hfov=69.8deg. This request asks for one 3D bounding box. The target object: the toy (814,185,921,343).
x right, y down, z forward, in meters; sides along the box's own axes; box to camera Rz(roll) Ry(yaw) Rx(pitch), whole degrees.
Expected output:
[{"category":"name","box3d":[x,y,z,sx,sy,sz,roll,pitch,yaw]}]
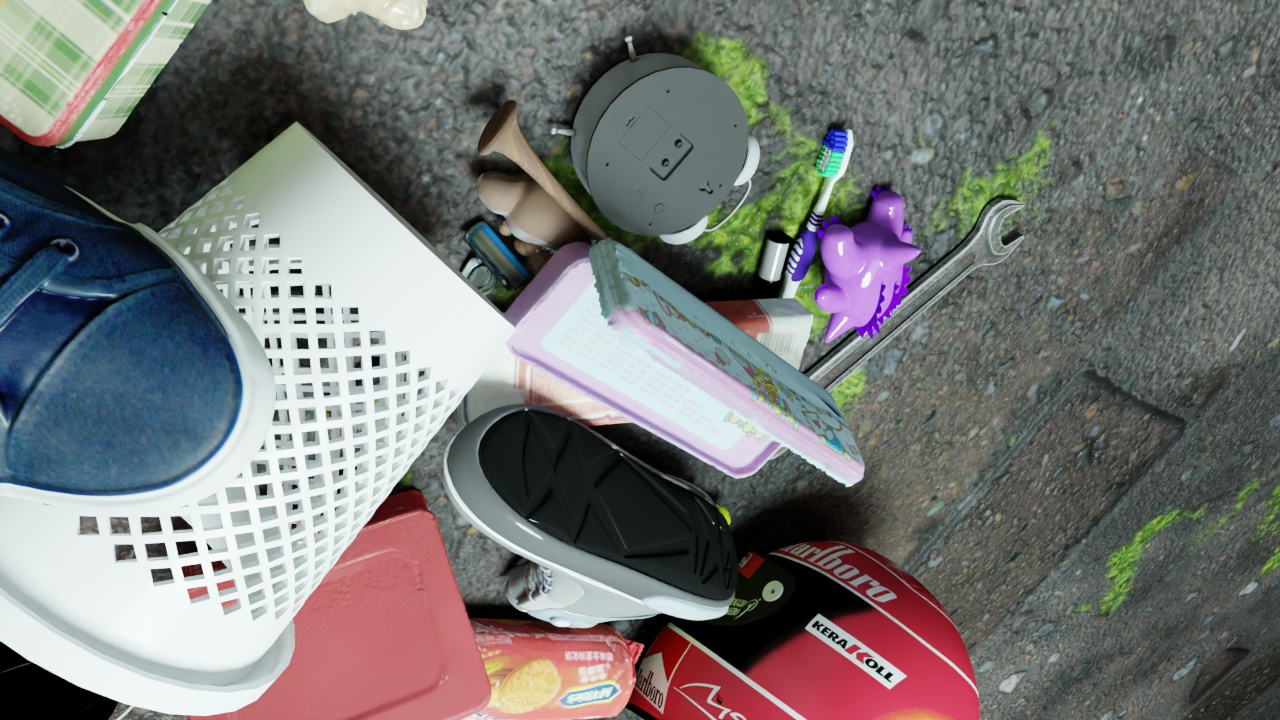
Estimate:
[{"category":"toy","box3d":[0.152,-0.057,0.609,0.105,0.056,0.088,-34,147,-30]}]

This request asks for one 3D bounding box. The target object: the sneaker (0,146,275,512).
[{"category":"sneaker","box3d":[-0.244,-0.056,0.268,0.294,0.127,0.120,36,77,-9]}]

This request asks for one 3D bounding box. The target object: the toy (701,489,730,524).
[{"category":"toy","box3d":[0.027,0.142,0.711,0.093,0.036,0.094,-14,128,-7]}]

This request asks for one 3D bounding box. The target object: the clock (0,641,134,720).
[{"category":"clock","box3d":[-0.346,0.193,0.535,0.091,0.042,0.120,-49,142,2]}]

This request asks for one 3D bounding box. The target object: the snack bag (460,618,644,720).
[{"category":"snack bag","box3d":[-0.086,0.236,0.698,0.176,0.082,0.082,13,117,-34]}]

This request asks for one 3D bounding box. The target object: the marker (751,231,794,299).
[{"category":"marker","box3d":[0.078,-0.021,0.625,0.016,0.016,0.141,-6,127,-24]}]

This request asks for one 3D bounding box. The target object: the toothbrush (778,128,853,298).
[{"category":"toothbrush","box3d":[0.104,-0.064,0.607,0.016,0.015,0.187,0,124,-22]}]

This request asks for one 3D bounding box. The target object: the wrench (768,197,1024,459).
[{"category":"wrench","box3d":[0.176,-0.021,0.682,0.273,0.010,0.070,-41,133,5]}]

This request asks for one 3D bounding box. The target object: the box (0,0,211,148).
[{"category":"box","box3d":[-0.184,-0.183,0.309,0.117,0.050,0.206,42,102,-12]}]

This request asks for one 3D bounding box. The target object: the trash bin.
[{"category":"trash bin","box3d":[-0.173,0.012,0.416,0.199,0.195,0.195,-46,133,-3]}]

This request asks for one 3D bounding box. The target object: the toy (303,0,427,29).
[{"category":"toy","box3d":[-0.129,-0.182,0.373,0.117,0.043,0.092,31,104,-38]}]

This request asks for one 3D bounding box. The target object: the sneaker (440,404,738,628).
[{"category":"sneaker","box3d":[-0.061,0.120,0.598,0.161,0.093,0.256,-26,142,30]}]

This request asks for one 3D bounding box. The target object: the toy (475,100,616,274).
[{"category":"toy","box3d":[-0.056,-0.083,0.489,0.055,0.041,0.102,-16,133,37]}]

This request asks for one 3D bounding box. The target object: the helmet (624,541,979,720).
[{"category":"helmet","box3d":[0.137,0.253,0.728,0.224,0.271,0.197,-51,119,-13]}]

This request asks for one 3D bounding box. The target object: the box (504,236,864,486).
[{"category":"box","box3d":[0.033,0.021,0.514,0.214,0.092,0.090,32,109,-36]}]

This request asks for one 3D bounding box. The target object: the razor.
[{"category":"razor","box3d":[-0.126,-0.017,0.519,0.144,0.043,0.022,-40,177,11]}]

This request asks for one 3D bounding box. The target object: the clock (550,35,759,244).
[{"category":"clock","box3d":[0.017,-0.114,0.509,0.095,0.035,0.122,-48,132,12]}]

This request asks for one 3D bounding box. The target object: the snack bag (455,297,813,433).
[{"category":"snack bag","box3d":[-0.003,0.003,0.574,0.225,0.041,0.078,-3,127,-18]}]

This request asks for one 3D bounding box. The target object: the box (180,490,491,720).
[{"category":"box","box3d":[-0.180,0.172,0.541,0.157,0.165,0.152,-17,126,-16]}]
